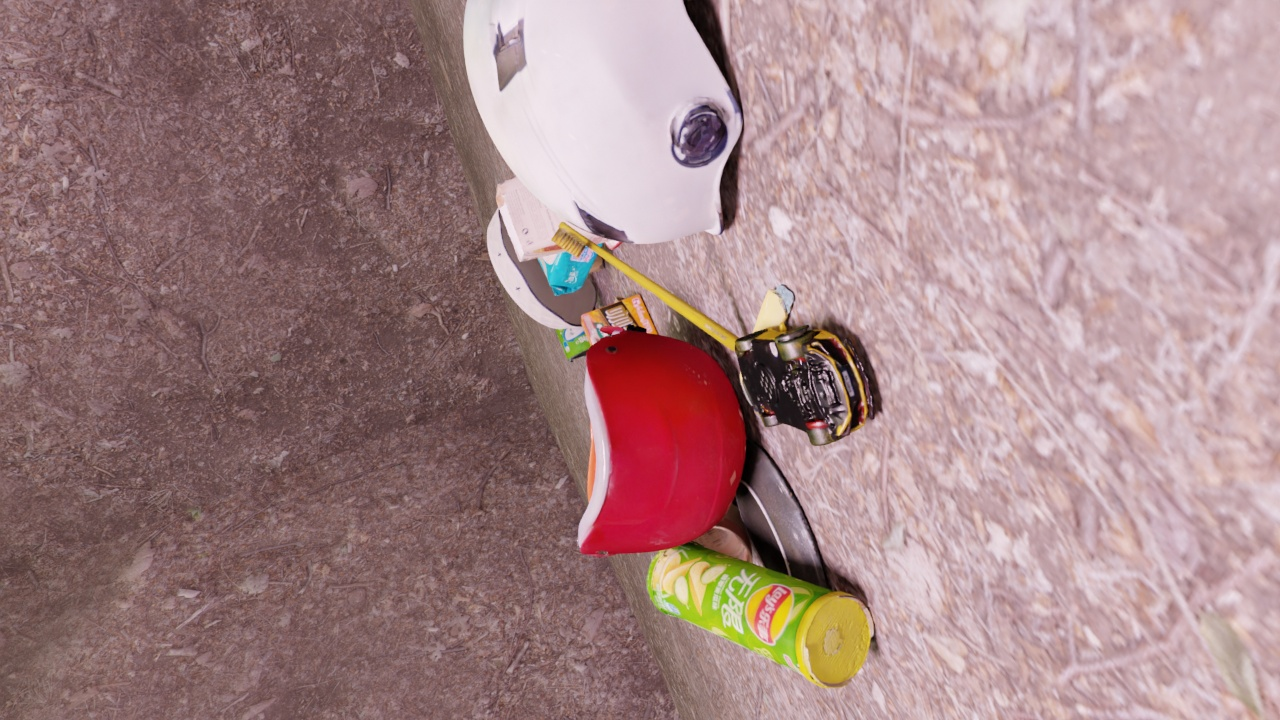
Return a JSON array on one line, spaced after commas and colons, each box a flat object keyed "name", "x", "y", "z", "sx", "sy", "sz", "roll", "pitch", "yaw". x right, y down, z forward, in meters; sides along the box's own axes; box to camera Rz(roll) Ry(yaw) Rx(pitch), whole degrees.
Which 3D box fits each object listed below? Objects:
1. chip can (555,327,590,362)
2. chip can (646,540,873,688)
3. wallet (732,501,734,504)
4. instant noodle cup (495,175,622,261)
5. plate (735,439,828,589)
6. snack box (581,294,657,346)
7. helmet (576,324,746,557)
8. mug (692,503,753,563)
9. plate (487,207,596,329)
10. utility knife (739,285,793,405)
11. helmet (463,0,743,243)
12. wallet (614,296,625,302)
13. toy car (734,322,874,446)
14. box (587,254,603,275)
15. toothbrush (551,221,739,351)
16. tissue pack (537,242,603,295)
[{"name": "chip can", "x": -0.124, "y": -0.116, "z": 1.435, "sx": 0.072, "sy": 0.072, "sz": 0.236, "roll": 126, "pitch": 122, "yaw": -78}, {"name": "chip can", "x": 0.089, "y": 0.204, "z": 0.769, "sx": 0.222, "sy": 0.072, "sz": 0.072, "roll": 3, "pitch": 115, "yaw": 57}, {"name": "wallet", "x": 0.075, "y": 0.130, "z": 1.040, "sx": 0.096, "sy": 0.020, "sz": 0.122, "roll": 95, "pitch": 155, "yaw": -68}, {"name": "instant noodle cup", "x": -0.081, "y": -0.163, "z": 0.967, "sx": 0.116, "sy": 0.124, "sz": 0.116, "roll": 172, "pitch": 77, "yaw": -80}, {"name": "plate", "x": 0.120, "y": 0.158, "z": 0.842, "sx": 0.179, "sy": 0.024, "sz": 0.179, "roll": 159, "pitch": 90, "yaw": -79}, {"name": "snack box", "x": -0.006, "y": 0.006, "z": 1.050, "sx": 0.026, "sy": 0.075, "sz": 0.153, "roll": 100, "pitch": 148, "yaw": -73}, {"name": "helmet", "x": 0.023, "y": 0.072, "z": 0.843, "sx": 0.240, "sy": 0.144, "sz": 0.207, "roll": -71, "pitch": -17, "yaw": -82}, {"name": "mug", "x": 0.073, "y": 0.175, "z": 0.924, "sx": 0.105, "sy": 0.082, "sz": 0.114, "roll": -61, "pitch": -25, "yaw": -80}, {"name": "plate", "x": -0.140, "y": -0.130, "z": 1.281, "sx": 0.205, "sy": 0.046, "sz": 0.204, "roll": 46, "pitch": -152, "yaw": -33}, {"name": "utility knife", "x": 0.091, "y": -0.010, "z": 0.681, "sx": 0.031, "sy": 0.018, "sz": 0.167, "roll": 60, "pitch": 169, "yaw": 22}, {"name": "helmet", "x": -0.040, "y": -0.188, "z": 0.646, "sx": 0.229, "sy": 0.145, "sz": 0.259, "roll": -124, "pitch": 17, "yaw": -54}, {"name": "wallet", "x": -0.020, "y": -0.010, "z": 1.131, "sx": 0.087, "sy": 0.024, "sz": 0.115, "roll": 46, "pitch": 130, "yaw": 49}, {"name": "toy car", "x": 0.101, "y": 0.011, "z": 0.599, "sx": 0.156, "sy": 0.041, "sz": 0.071, "roll": -174, "pitch": 64, "yaw": -77}, {"name": "box", "x": -0.102, "y": -0.198, "z": 1.188, "sx": 0.089, "sy": 0.062, "sz": 0.184, "roll": -125, "pitch": 16, "yaw": -53}, {"name": "toothbrush", "x": 0.013, "y": -0.048, "z": 0.693, "sx": 0.190, "sy": 0.016, "sz": 0.016, "roll": 31, "pitch": -176, "yaw": -27}, {"name": "tissue pack", "x": -0.087, "y": -0.154, "z": 1.097, "sx": 0.134, "sy": 0.050, "sz": 0.093, "roll": -61, "pitch": 43, "yaw": 39}]
